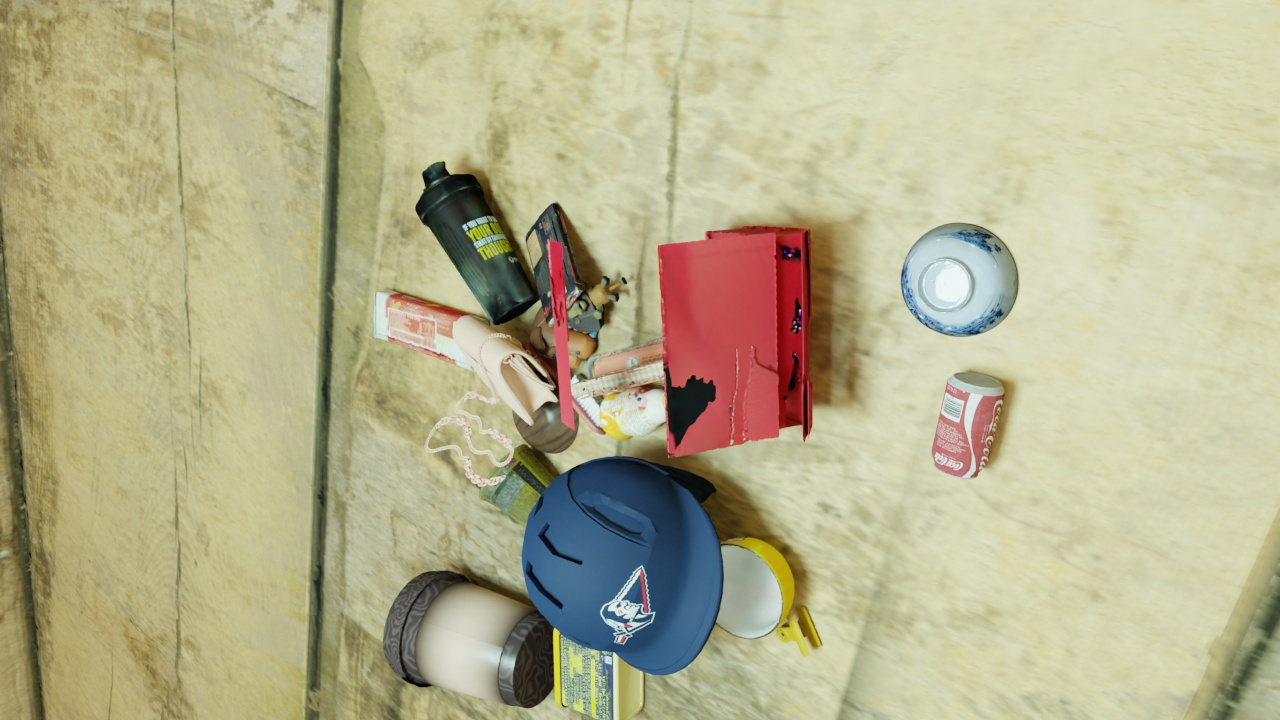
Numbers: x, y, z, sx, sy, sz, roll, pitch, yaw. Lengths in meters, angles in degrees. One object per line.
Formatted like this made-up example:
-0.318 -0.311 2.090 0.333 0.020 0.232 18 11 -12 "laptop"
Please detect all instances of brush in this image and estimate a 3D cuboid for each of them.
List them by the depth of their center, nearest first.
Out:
-0.093 0.028 1.222 0.030 0.041 0.172 -48 68 16 "brush"

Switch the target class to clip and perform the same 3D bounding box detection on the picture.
0.182 0.322 1.085 0.049 0.045 0.054 -24 87 14 "clip"

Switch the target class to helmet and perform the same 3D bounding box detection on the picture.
-0.019 0.235 1.063 0.272 0.222 0.232 36 110 36 "helmet"

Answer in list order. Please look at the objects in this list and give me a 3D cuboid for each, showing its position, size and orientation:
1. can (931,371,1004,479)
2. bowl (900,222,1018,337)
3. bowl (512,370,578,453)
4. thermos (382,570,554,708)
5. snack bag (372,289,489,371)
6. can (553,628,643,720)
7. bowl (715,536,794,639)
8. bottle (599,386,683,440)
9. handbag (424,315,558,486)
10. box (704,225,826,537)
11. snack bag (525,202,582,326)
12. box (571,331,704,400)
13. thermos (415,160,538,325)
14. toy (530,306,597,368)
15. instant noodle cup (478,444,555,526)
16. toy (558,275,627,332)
0.320 0.064 0.899 0.054 0.053 0.097 19 112 33 "can"
0.299 -0.074 0.886 0.114 0.045 0.114 10 107 36 "bowl"
-0.141 0.075 1.269 0.119 0.032 0.119 10 107 36 "bowl"
-0.238 0.414 1.350 0.226 0.172 0.173 7 105 30 "thermos"
-0.316 -0.047 1.371 0.225 0.041 0.077 17 110 35 "snack bag"
-0.056 0.422 1.263 0.104 0.075 0.135 9 106 33 "can"
0.132 0.261 1.082 0.117 0.067 0.117 10 107 35 "bowl"
0.001 0.062 1.137 0.109 0.063 0.063 -17 91 41 "bottle"
-0.217 0.047 1.191 0.199 0.187 0.116 32 162 51 "handbag"
0.129 -0.011 0.861 0.107 0.409 0.211 -2 103 -1 "box"
-0.113 -0.124 1.171 0.075 0.018 0.155 -45 47 36 "snack bag"
-0.007 0.008 1.131 0.188 0.054 0.078 -15 47 37 "box"
-0.224 -0.158 1.245 0.098 0.097 0.221 -35 85 37 "thermos"
-0.096 -0.045 1.206 0.090 0.070 0.103 15 87 21 "toy"
-0.152 0.185 1.273 0.108 0.102 0.102 39 122 13 "instant noodle cup"
-0.060 -0.077 1.153 0.100 0.062 0.076 -27 95 33 "toy"
